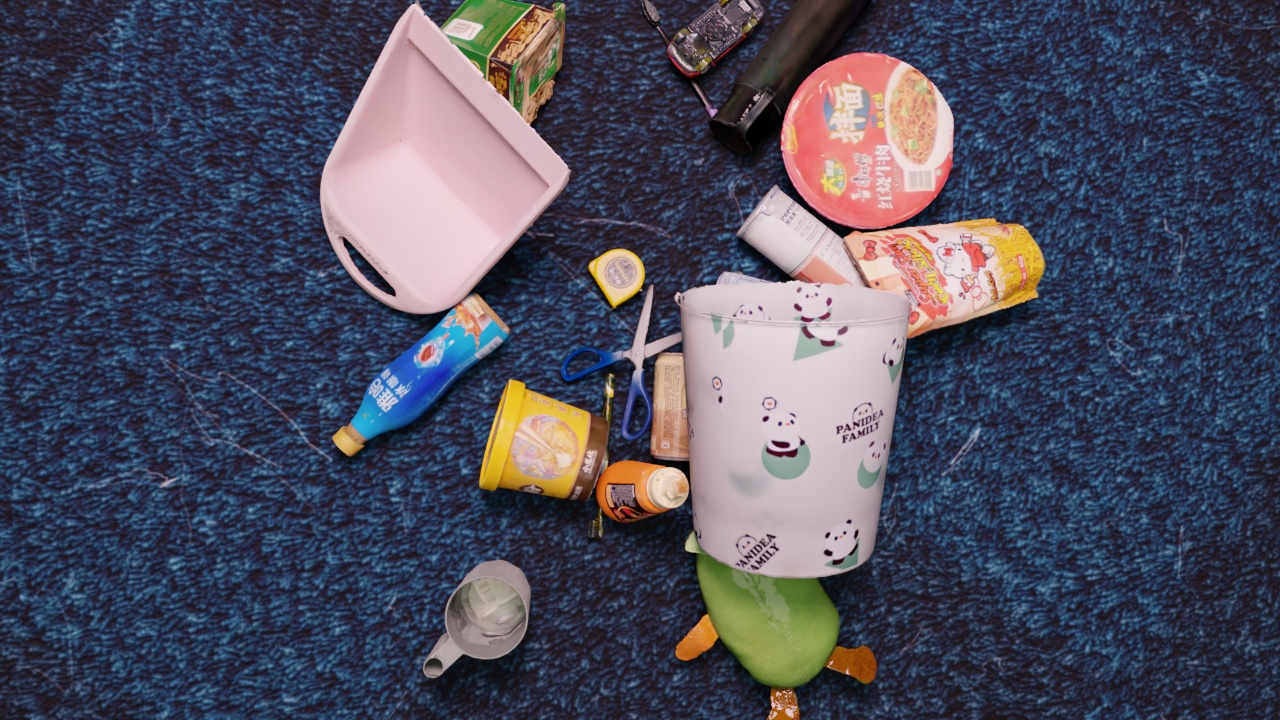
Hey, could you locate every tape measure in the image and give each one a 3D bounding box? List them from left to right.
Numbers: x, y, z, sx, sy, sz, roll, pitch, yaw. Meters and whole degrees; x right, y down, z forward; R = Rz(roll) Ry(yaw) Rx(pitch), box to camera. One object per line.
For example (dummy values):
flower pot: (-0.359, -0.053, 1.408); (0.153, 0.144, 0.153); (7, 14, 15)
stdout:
tape measure: (-0.024, -0.095, 1.025); (0.057, 0.029, 0.060); (-33, 91, -3)

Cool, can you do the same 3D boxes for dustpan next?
dustpan: (-0.221, -0.169, 0.928); (0.222, 0.274, 0.138); (45, 61, 3)

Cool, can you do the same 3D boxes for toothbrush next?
toothbrush: (-0.043, 0.107, 1.024); (0.017, 0.012, 0.185); (7, 87, -46)
toothbrush: (0.054, -0.331, 1.043); (0.014, 0.017, 0.189); (-33, 92, -6)

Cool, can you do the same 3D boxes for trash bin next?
trash bin: (0.148, 0.061, 0.910); (0.229, 0.229, 0.252); (-1, 103, -4)

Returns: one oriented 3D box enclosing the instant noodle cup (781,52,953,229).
instant noodle cup: (0.248, -0.238, 1.028); (0.194, 0.066, 0.194); (0, 88, -3)

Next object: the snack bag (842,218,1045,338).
snack bag: (0.331, -0.097, 0.997); (0.207, 0.073, 0.128); (-12, 70, -21)

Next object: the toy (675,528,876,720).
toy: (0.142, 0.273, 0.996); (0.227, 0.090, 0.246); (-30, 87, -5)

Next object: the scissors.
scissors: (-0.010, 0.004, 0.997); (0.176, 0.012, 0.162); (-11, 84, 22)

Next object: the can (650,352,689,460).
can: (0.042, 0.051, 1.010); (0.058, 0.058, 0.116); (3, 89, -4)

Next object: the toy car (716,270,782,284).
toy car: (0.130, -0.074, 1.033); (0.090, 0.034, 0.043); (15, 84, -4)

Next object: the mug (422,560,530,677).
mug: (-0.172, 0.272, 0.968); (0.124, 0.103, 0.083); (-42, 91, -3)

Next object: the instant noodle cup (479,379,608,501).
instant noodle cup: (-0.102, 0.091, 0.976); (0.114, 0.118, 0.118); (16, 87, -12)

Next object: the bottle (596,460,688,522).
bottle: (0.007, 0.135, 0.958); (0.066, 0.150, 0.066); (5, 79, -26)

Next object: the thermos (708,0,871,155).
thermos: (0.175, -0.340, 1.013); (0.068, 0.090, 0.242); (37, 85, -14)

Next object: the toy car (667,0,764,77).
toy car: (0.084, -0.365, 1.031); (0.120, 0.045, 0.053); (-40, 90, -10)

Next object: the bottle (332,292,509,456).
bottle: (-0.240, 0.019, 0.991); (0.218, 0.065, 0.065); (-42, 91, -3)

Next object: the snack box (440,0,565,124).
snack box: (-0.154, -0.320, 0.972); (0.105, 0.118, 0.118); (24, 58, 5)

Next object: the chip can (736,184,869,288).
chip can: (0.212, -0.102, 1.019); (0.214, 0.071, 0.071); (37, 86, -2)
